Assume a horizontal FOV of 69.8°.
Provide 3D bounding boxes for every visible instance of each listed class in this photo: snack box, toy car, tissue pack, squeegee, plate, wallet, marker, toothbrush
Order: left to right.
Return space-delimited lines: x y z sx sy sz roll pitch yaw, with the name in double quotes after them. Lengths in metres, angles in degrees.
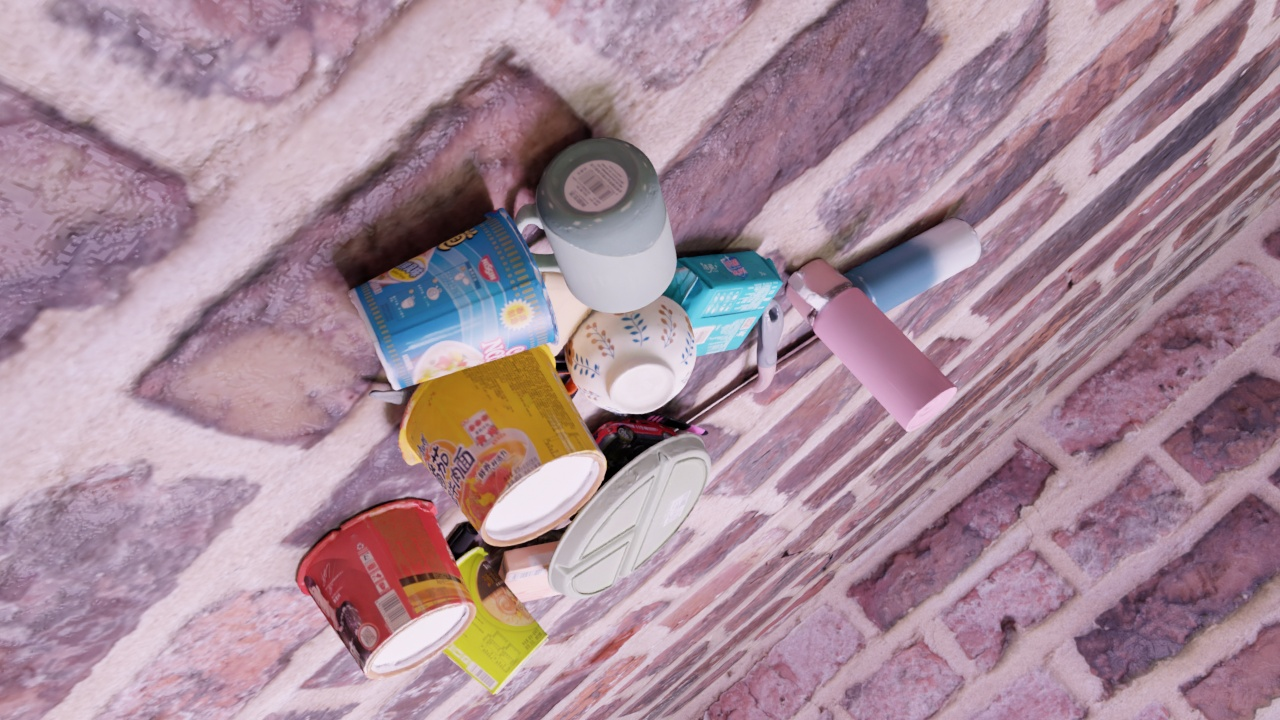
-0.212 0.218 0.953 0.022 0.020 0.132 20 118 -44 "marker"
-0.084 -0.036 0.708 0.115 0.024 0.087 6 129 -54 "wallet"
-0.120 0.245 1.054 0.084 0.026 0.158 -8 155 -17 "snack box"
-0.009 0.089 0.982 0.120 0.045 0.053 10 126 -48 "toy car"
-0.005 0.175 0.998 0.229 0.027 0.231 -36 153 -22 "plate"
0.023 0.065 0.985 0.014 0.017 0.189 -41 146 21 "toothbrush"
0.067 -0.052 0.847 0.133 0.050 0.093 -10 140 -46 "tissue pack"
0.131 -0.001 0.991 0.247 0.040 0.250 -32 161 -12 "squeegee"

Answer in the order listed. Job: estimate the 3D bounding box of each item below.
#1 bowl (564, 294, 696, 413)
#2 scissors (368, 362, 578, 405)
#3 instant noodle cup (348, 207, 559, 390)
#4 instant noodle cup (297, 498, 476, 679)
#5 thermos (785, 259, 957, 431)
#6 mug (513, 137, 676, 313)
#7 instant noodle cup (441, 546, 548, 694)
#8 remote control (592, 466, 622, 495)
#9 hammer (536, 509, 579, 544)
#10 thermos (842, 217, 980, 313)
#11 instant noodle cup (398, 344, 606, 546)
-0.005 0.005 0.771 0.113 0.062 0.114 -7 131 -8 "bowl"
-0.124 0.023 0.759 0.189 0.021 0.230 -35 151 -17 "scissors"
-0.122 -0.034 0.593 0.109 0.099 0.099 -24 151 -12 "instant noodle cup"
-0.222 0.211 0.825 0.137 0.108 0.138 -30 153 -18 "instant noodle cup"
0.226 -0.021 0.936 0.067 0.198 0.087 -48 155 21 "thermos"
-0.036 -0.091 0.630 0.112 0.082 0.106 -7 154 6 "mug"
-0.165 0.277 0.958 0.111 0.123 0.112 -46 172 -9 "instant noodle cup"
-0.030 0.143 1.064 0.053 0.024 0.136 -40 154 8 "remote control"
-0.079 0.138 0.932 0.126 0.032 0.323 -23 157 -1 "hammer"
0.294 -0.098 1.061 0.220 0.070 0.070 -27 152 -23 "thermos"
-0.099 0.068 0.706 0.137 0.109 0.138 -29 151 -18 "instant noodle cup"
